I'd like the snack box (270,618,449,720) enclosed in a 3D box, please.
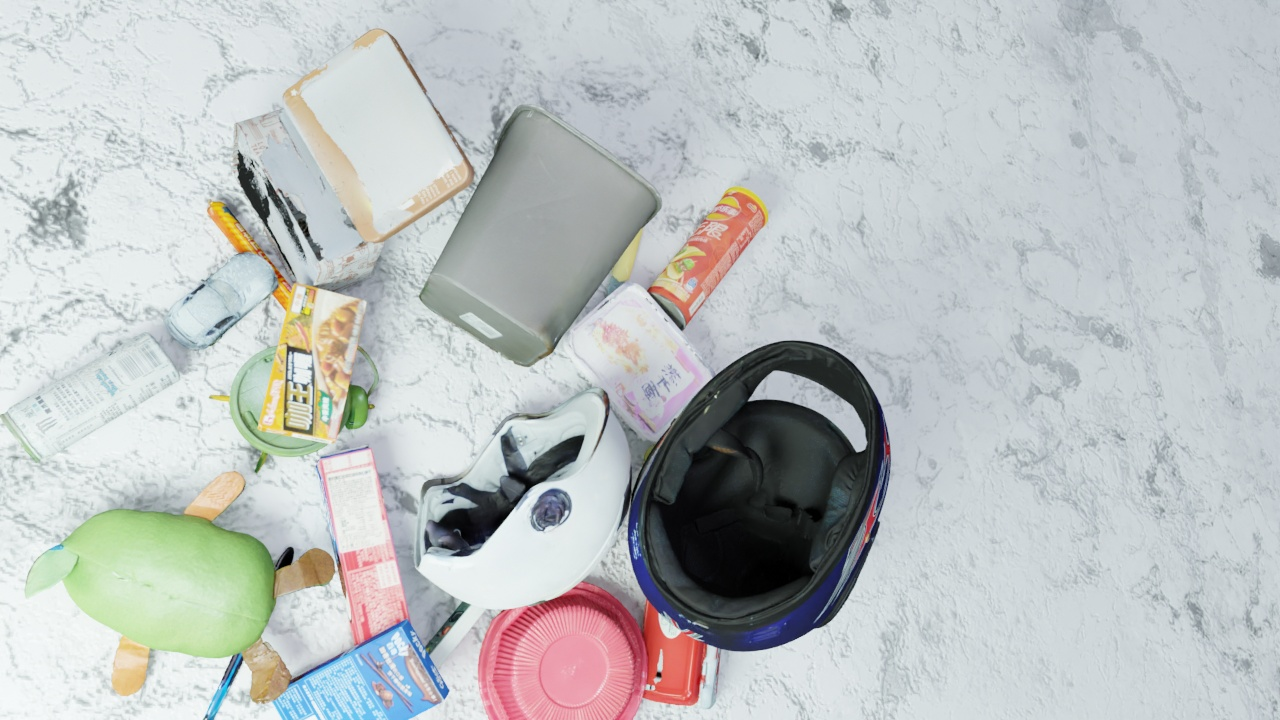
[{"bbox_3d":[-0.273,0.325,0.893,0.157,0.026,0.084,-29,93,7],"label":"snack box"}]

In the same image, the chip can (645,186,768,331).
[{"bbox_3d":[0.086,-0.133,1.202,0.073,0.073,0.216,42,64,-10],"label":"chip can"}]

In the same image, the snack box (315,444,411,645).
[{"bbox_3d":[-0.286,0.195,0.952,0.058,0.057,0.207,-11,82,-25],"label":"snack box"}]

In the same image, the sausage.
[{"bbox_3d":[-0.413,-0.107,0.989,0.021,0.021,0.165,-40,96,-28],"label":"sausage"}]

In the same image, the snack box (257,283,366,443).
[{"bbox_3d":[-0.332,0.003,0.932,0.075,0.026,0.153,14,71,-21],"label":"snack box"}]

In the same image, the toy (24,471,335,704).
[{"bbox_3d":[-0.426,0.212,0.864,0.246,0.090,0.226,26,78,-13],"label":"toy"}]

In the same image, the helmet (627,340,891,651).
[{"bbox_3d":[0.127,0.142,0.958,0.247,0.240,0.315,30,88,16],"label":"helmet"}]

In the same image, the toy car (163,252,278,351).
[{"bbox_3d":[-0.434,-0.062,0.952,0.120,0.037,0.054,-45,97,-16],"label":"toy car"}]

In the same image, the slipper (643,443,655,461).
[{"bbox_3d":[0.093,0.096,1.138,0.190,0.092,0.081,-2,75,-22],"label":"slipper"}]

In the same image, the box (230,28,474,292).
[{"bbox_3d":[-0.311,-0.189,0.939,0.179,0.273,0.130,60,34,0],"label":"box"}]

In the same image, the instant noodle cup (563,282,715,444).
[{"bbox_3d":[-0.007,0.007,1.126,0.173,0.060,0.137,50,61,-5],"label":"instant noodle cup"}]

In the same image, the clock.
[{"bbox_3d":[-0.352,0.037,0.962,0.160,0.056,0.116,-31,92,-28],"label":"clock"}]

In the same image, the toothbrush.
[{"bbox_3d":[-0.389,0.274,0.910,0.014,0.016,0.189,30,69,-25],"label":"toothbrush"}]

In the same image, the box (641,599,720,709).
[{"bbox_3d":[0.064,0.306,1.092,0.101,0.095,0.201,39,54,-58],"label":"box"}]

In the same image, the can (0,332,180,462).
[{"bbox_3d":[-0.524,0.034,0.880,0.146,0.058,0.058,-38,94,-28],"label":"can"}]

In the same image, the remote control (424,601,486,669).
[{"bbox_3d":[-0.213,0.303,0.958,0.019,0.056,0.134,44,64,-8],"label":"remote control"}]

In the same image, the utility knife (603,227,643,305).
[{"bbox_3d":[-0.017,-0.150,1.187,0.031,0.020,0.195,19,63,-14],"label":"utility knife"}]

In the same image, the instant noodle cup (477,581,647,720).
[{"bbox_3d":[-0.078,0.334,0.992,0.193,0.066,0.193,4,74,-13],"label":"instant noodle cup"}]

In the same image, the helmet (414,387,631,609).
[{"bbox_3d":[-0.104,0.159,0.955,0.258,0.229,0.146,-37,110,-7],"label":"helmet"}]

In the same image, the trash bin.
[{"bbox_3d":[-0.124,-0.129,1.045,0.199,0.199,0.219,33,73,-12],"label":"trash bin"}]
